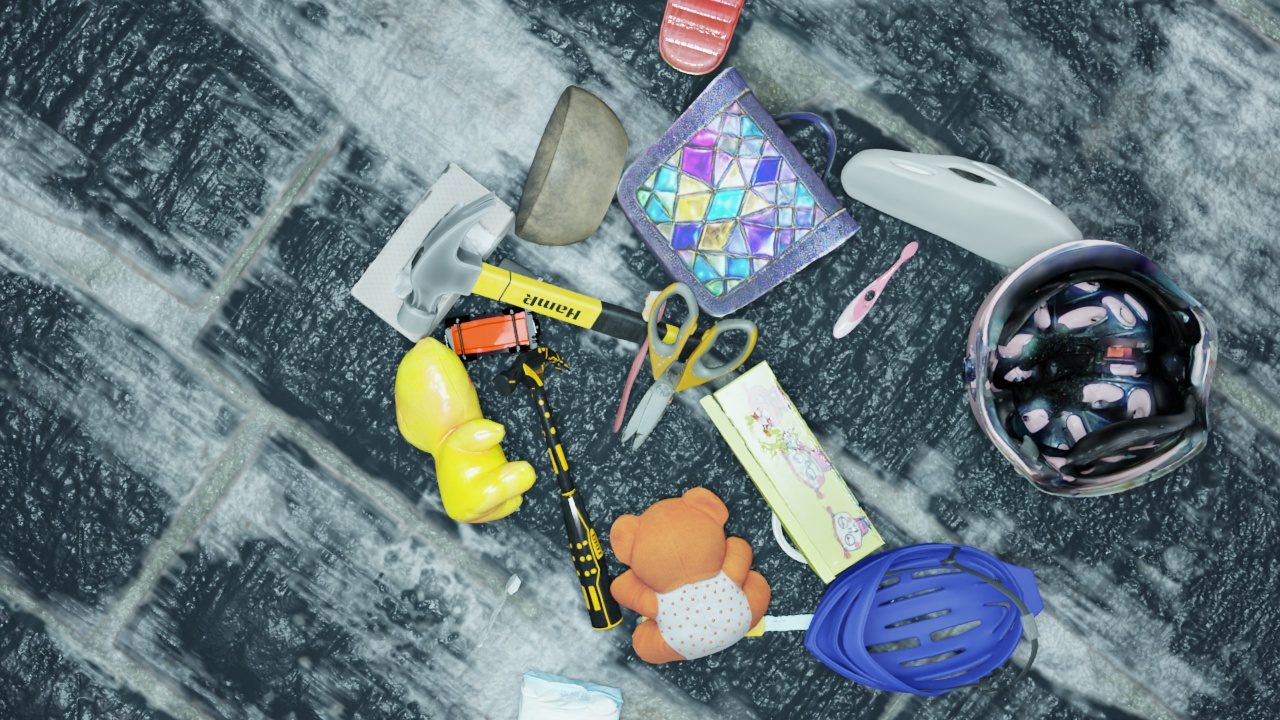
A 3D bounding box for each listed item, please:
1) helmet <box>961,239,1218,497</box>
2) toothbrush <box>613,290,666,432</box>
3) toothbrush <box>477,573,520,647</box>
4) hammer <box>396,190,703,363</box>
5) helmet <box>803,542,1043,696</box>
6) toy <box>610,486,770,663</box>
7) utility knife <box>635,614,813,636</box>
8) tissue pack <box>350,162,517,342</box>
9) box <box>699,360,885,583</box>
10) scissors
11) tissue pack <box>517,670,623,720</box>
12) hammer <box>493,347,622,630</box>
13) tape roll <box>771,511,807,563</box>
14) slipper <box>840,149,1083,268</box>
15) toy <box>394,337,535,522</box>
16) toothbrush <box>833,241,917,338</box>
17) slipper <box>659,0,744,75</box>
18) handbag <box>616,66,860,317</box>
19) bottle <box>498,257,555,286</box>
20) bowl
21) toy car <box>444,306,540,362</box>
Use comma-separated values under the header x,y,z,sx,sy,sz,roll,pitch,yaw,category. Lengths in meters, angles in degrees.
x,y,z,sx,sy,sz,roll,pitch,yaw,category
0.443,0.002,0.939,0.230,0.152,0.255,-21,98,8,helmet
-0.006,0.006,0.969,0.015,0.015,0.185,-1,127,-27,toothbrush
-0.143,0.256,0.937,0.010,0.181,0.010,-34,95,6,toothbrush
-0.072,-0.059,0.935,0.324,0.034,0.170,17,128,-25,hammer
0.291,0.263,0.916,0.241,0.228,0.147,-15,82,-1,helmet
0.048,0.227,0.984,0.164,0.093,0.172,-21,97,-3,toy
0.101,0.296,1.021,0.219,0.019,0.030,-2,95,5,utility knife
-0.216,-0.112,0.983,0.104,0.071,0.181,39,88,-1,tissue pack
0.152,0.113,0.953,0.082,0.124,0.221,-32,88,1,box
0.041,0.024,0.952,0.134,0.016,0.229,22,128,4,scissors
-0.088,0.436,1.001,0.112,0.070,0.182,10,93,-1,tissue pack
-0.076,0.141,0.985,0.036,0.123,0.321,-10,103,26,hammer
0.193,0.179,1.019,0.093,0.013,0.093,0,91,0,tape roll
0.345,-0.178,0.966,0.266,0.113,0.080,20,72,-2,slipper
-0.194,0.080,0.951,0.087,0.135,0.194,-29,83,-24,toy
0.258,-0.077,1.009,0.021,0.016,0.135,40,94,-1,toothbrush
0.082,-0.431,0.972,0.103,0.059,0.249,13,94,0,slipper
0.105,-0.172,0.949,0.222,0.125,0.205,-39,92,4,handbag
-0.105,-0.071,1.000,0.113,0.030,0.030,30,92,-1,bottle
-0.068,-0.190,0.935,0.070,0.162,0.162,19,92,-16,bowl
-0.159,-0.028,0.992,0.100,0.049,0.051,-10,93,0,toy car
